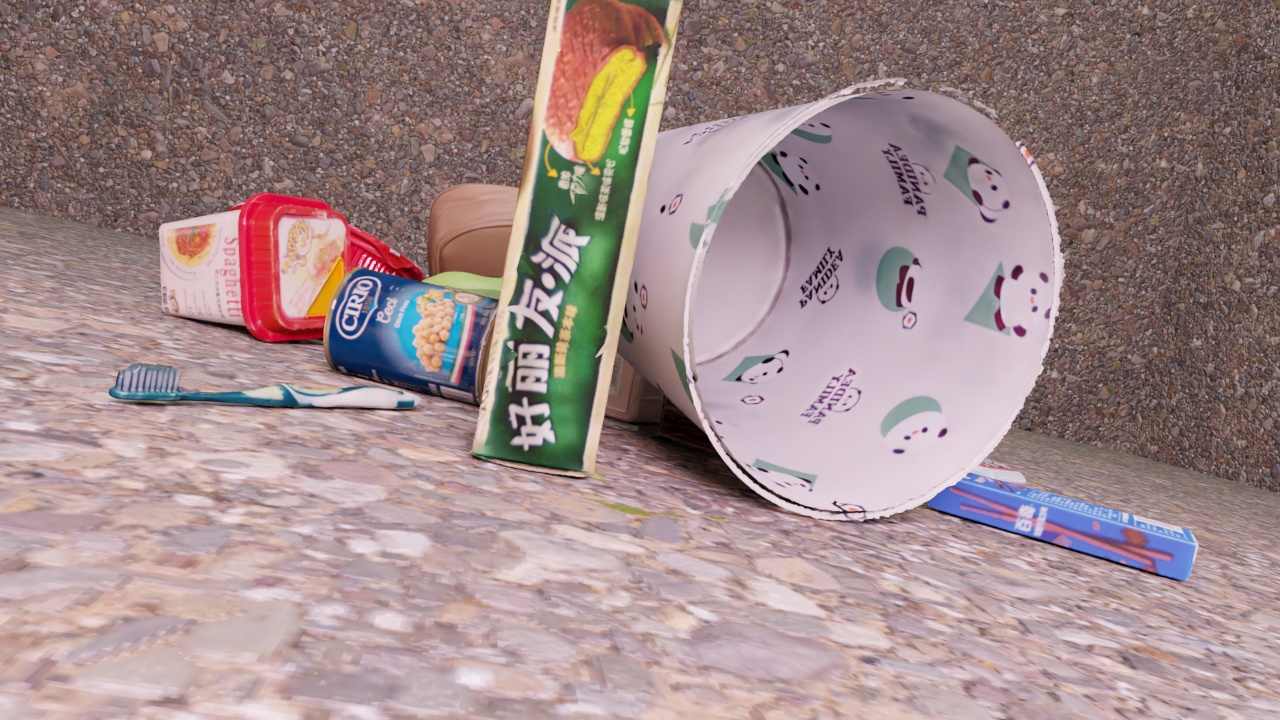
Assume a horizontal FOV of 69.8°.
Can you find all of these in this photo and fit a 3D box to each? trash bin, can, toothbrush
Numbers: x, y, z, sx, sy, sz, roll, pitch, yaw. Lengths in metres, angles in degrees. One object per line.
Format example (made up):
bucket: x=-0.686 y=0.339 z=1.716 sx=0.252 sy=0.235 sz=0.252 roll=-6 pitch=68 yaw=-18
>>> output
trash bin: x=0.081 y=-0.052 z=0.580 sx=0.229 sy=0.229 sz=0.252 roll=11 pitch=8 yaw=-24
can: x=-0.149 y=-0.016 z=0.633 sx=0.111 sy=0.075 sz=0.075 roll=13 pitch=3 yaw=6
toothbrush: x=-0.176 y=0.015 z=0.465 sx=0.016 sy=0.018 sz=0.191 roll=14 pitch=3 yaw=27

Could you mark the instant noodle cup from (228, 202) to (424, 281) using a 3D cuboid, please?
instant noodle cup: x=-0.310 y=-0.078 z=0.883 sx=0.194 sy=0.065 sz=0.194 roll=13 pitch=-19 yaw=4

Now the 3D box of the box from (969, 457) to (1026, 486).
box: x=0.268 y=0.084 z=0.897 sx=0.200 sy=0.038 sz=0.158 roll=9 pitch=7 yaw=-44

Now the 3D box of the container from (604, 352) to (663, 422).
container: x=-0.005 y=0.005 z=0.776 sx=0.090 sy=0.090 sz=0.110 roll=15 pitch=7 yaw=30

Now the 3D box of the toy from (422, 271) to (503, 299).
toy: x=-0.137 y=-0.034 z=0.826 sx=0.246 sy=0.090 sz=0.227 roll=-1 pitch=2 yaw=-34

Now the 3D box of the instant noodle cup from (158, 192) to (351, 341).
instant noodle cup: x=-0.320 y=-0.076 z=0.759 sx=0.124 sy=0.116 sz=0.116 roll=2 pitch=5 yaw=19

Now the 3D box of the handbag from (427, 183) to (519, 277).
handbag: x=-0.138 y=-0.100 z=0.919 sx=0.147 sy=0.099 sz=0.205 roll=-6 pitch=-29 yaw=-12

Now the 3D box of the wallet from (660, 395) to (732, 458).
wallet: x=0.075 y=0.041 z=0.685 sx=0.124 sy=0.032 sz=0.101 roll=13 pitch=18 yaw=0

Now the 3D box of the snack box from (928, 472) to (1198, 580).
snack box: x=0.280 y=0.106 z=0.616 sx=0.157 sy=0.026 sz=0.084 roll=14 pitch=3 yaw=28

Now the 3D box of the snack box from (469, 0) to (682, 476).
snack box: x=-0.036 y=-0.068 z=0.482 sx=0.063 sy=0.240 sz=0.114 roll=10 pitch=4 yaw=-8

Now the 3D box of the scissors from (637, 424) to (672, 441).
scissors: x=0.053 y=0.049 z=0.733 sx=0.179 sy=0.019 sz=0.139 roll=3 pitch=18 yaw=-35
